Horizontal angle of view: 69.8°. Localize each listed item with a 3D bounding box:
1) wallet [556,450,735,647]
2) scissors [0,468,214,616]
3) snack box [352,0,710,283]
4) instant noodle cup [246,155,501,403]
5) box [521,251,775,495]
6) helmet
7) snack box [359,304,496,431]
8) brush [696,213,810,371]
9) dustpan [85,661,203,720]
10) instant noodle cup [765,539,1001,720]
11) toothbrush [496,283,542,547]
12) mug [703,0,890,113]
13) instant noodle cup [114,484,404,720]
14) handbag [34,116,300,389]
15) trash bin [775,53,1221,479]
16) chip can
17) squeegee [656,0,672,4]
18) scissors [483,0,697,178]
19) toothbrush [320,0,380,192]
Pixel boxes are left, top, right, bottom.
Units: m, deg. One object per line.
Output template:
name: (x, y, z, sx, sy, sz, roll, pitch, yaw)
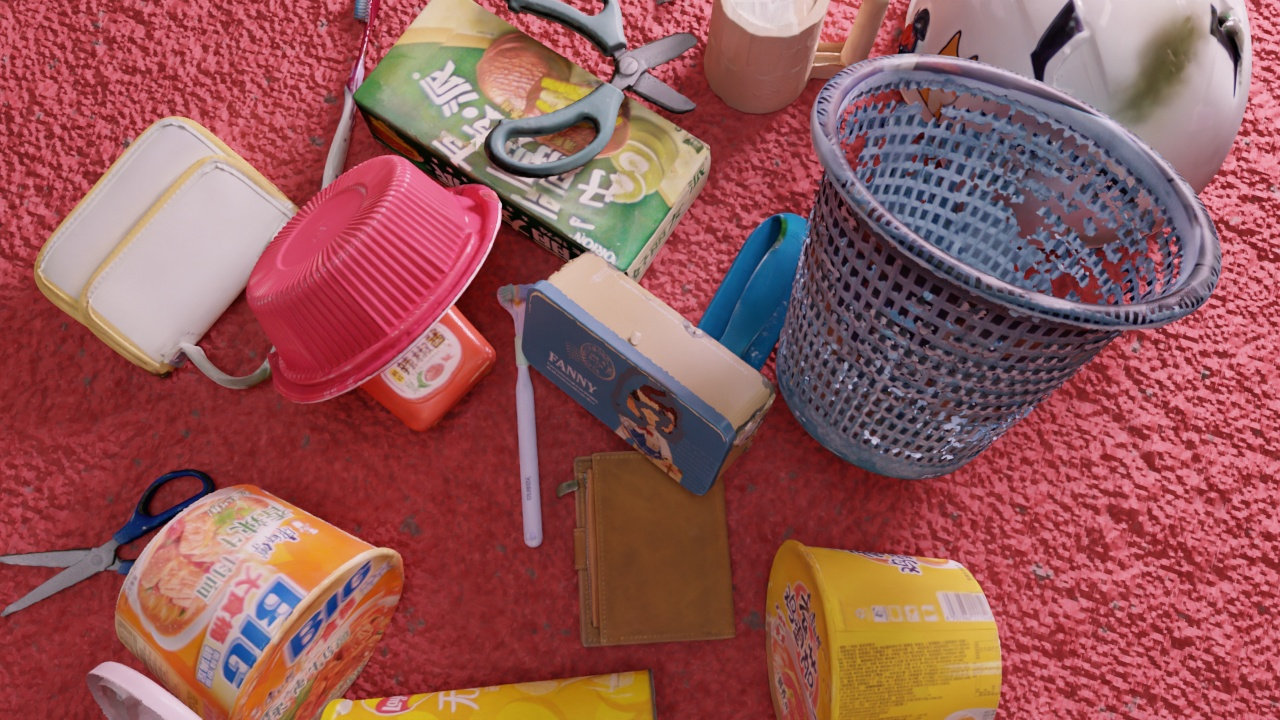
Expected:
wallet: (0.002, 0.127, 0.630, 0.119, 0.035, 0.130, -3, 77, 0)
scissors: (-0.368, 0.131, 0.647, 0.165, 0.012, 0.157, 21, 82, 6)
snack box: (-0.077, -0.160, 0.671, 0.240, 0.063, 0.114, 34, 78, 7)
instant noodle cup: (-0.185, -0.065, 0.595, 0.193, 0.194, 0.066, -48, 126, -8)
box: (-0.004, 0.004, 0.613, 0.184, 0.090, 0.059, 34, 55, 16)
helmet: (0.308, -0.220, 0.631, 0.230, 0.157, 0.273, -4, 79, 0)
snack box: (-0.152, -0.002, 0.639, 0.080, 0.082, 0.091, 44, 83, -5)
brush: (0.081, -0.041, 0.642, 0.055, 0.073, 0.143, 30, 81, 1)
dustpan: (-0.206, 0.276, 0.529, 0.273, 0.223, 0.138, 17, 48, -11)
instant noodle cup: (0.148, 0.180, 0.573, 0.109, 0.138, 0.138, 0, 79, -8)
toothbrush: (-0.082, 0.038, 0.656, 0.029, 0.021, 0.189, -6, 81, 3)
mug: (0.110, -0.240, 0.664, 0.124, 0.103, 0.084, 4, 79, 2)
instant noodle cup: (-0.240, 0.157, 0.578, 0.111, 0.151, 0.151, 29, 81, 14)
handbag: (-0.319, -0.067, 0.663, 0.179, 0.063, 0.163, 38, 83, 4)
trash bin: (0.180, -0.040, 0.558, 0.226, 0.196, 0.226, 8, 48, -9)
chip can: (-0.094, 0.246, 0.591, 0.213, 0.072, 0.072, -5, 79, -1)
squeegee: (0.160, -0.379, 0.725, 0.249, 0.040, 0.247, 12, 79, 2)
scissors: (-0.052, -0.213, 0.643, 0.170, 0.019, 0.179, -30, 78, -6)
toothbrush: (-0.227, -0.206, 0.708, 0.017, 0.016, 0.187, 7, 79, 10)
